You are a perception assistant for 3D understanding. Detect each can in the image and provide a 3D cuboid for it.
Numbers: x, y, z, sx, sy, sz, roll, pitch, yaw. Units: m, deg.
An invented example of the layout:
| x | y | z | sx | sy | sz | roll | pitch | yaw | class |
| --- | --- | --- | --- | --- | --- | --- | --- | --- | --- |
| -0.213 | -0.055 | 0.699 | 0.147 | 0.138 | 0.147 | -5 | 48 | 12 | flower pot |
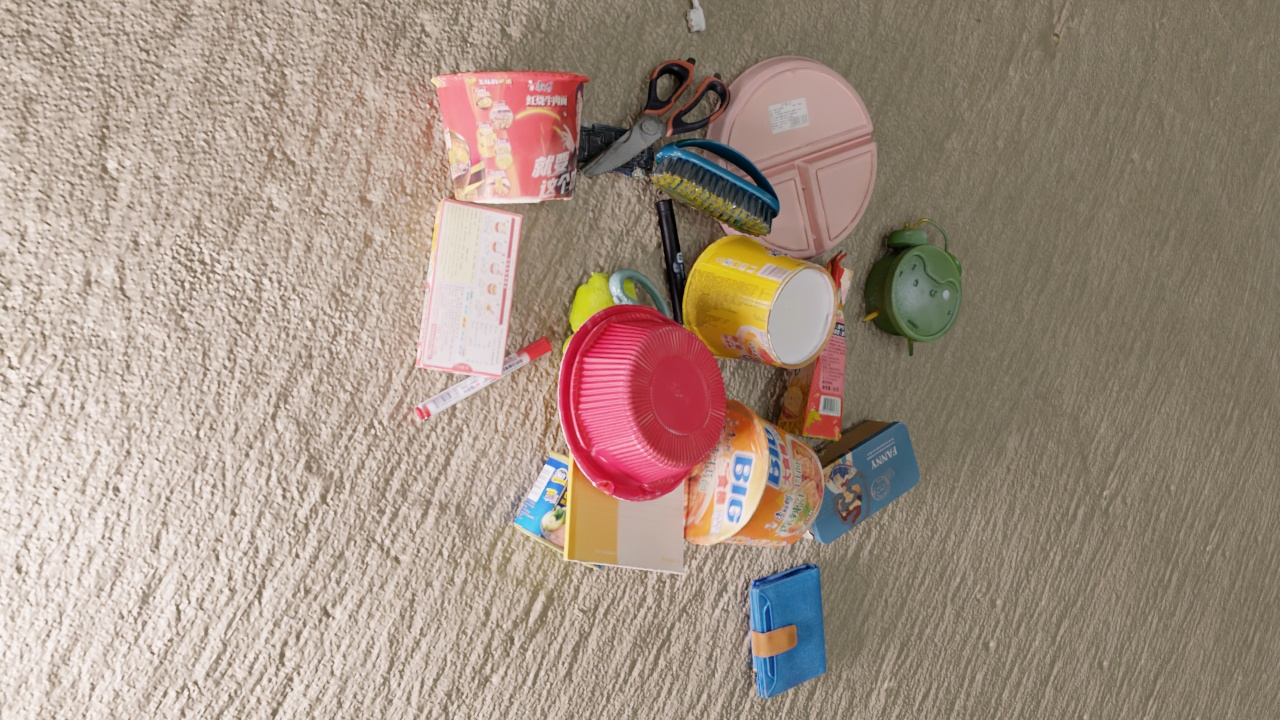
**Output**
| x | y | z | sx | sy | sz | roll | pitch | yaw | class |
| --- | --- | --- | --- | --- | --- | --- | --- | --- | --- |
| -0.063 | 0.149 | 0.906 | 0.102 | 0.057 | 0.083 | 33 | 79 | -27 | can |

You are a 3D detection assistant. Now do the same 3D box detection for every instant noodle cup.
| x | y | z | sx | sy | sz | roll | pitch | yaw | class |
| --- | --- | --- | --- | --- | --- | --- | --- | --- | --- |
| 0.016 | 0.035 | 0.864 | 0.193 | 0.066 | 0.193 | 10 | 75 | -41 | instant noodle cup |
| 0.111 | 0.126 | 0.957 | 0.111 | 0.152 | 0.151 | 21 | 82 | -37 | instant noodle cup |
| 0.130 | -0.056 | 0.954 | 0.137 | 0.110 | 0.138 | -15 | 113 | -37 | instant noodle cup |
| -0.112 | -0.198 | 0.819 | 0.137 | 0.138 | 0.109 | -8 | 105 | -29 | instant noodle cup |

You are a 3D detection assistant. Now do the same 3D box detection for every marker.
| x | y | z | sx | sy | sz | roll | pitch | yaw | class |
| --- | --- | --- | --- | --- | --- | --- | --- | --- | --- |
| 0.034 | -0.103 | 0.966 | 0.020 | 0.022 | 0.132 | -17 | 102 | -35 | marker |
| -0.148 | 0.016 | 0.873 | 0.145 | 0.017 | 0.017 | -30 | 107 | -24 | marker |

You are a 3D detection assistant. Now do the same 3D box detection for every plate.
| x | y | z | sx | sy | sz | roll | pitch | yaw | class |
| --- | --- | --- | --- | --- | --- | --- | --- | --- | --- |
| 0.175 | -0.221 | 1.020 | 0.229 | 0.028 | 0.229 | -5 | 101 | -25 | plate |

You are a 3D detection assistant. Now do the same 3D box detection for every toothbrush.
| x | y | z | sx | sy | sz | roll | pitch | yaw | class |
| --- | --- | --- | --- | --- | --- | --- | --- | --- | --- |
| 0.039 | -0.434 | 0.954 | 0.016 | 0.016 | 0.180 | -19 | 102 | -21 | toothbrush |

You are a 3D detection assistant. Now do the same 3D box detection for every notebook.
| x | y | z | sx | sy | sz | roll | pitch | yaw | class |
| --- | --- | --- | --- | --- | --- | --- | --- | --- | --- |
| -0.010 | 0.099 | 0.900 | 0.145 | 0.010 | 0.206 | 17 | 67 | -37 | notebook |

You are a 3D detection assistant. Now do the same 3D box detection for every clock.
| x | y | z | sx | sy | sz | roll | pitch | yaw | class |
| --- | --- | --- | --- | --- | --- | --- | --- | --- | --- |
| 0.335 | -0.096 | 1.115 | 0.116 | 0.056 | 0.161 | 31 | 78 | -28 | clock |

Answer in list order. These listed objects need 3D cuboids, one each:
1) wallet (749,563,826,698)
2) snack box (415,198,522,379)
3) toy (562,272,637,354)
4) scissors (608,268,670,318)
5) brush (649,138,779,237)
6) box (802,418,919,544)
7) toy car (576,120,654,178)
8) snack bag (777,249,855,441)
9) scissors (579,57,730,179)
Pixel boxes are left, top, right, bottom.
| x | y | z | sx | sy | sz | roll | pitch | yaw | class |
| --- | --- | --- | --- | --- | --- | --- | --- | --- | --- |
| 0.170 | 0.310 | 1.058 | 0.106 | 0.040 | 0.133 | -9 | 96 | -33 | wallet |
| -0.157 | -0.065 | 0.847 | 0.077 | 0.027 | 0.155 | 9 | 84 | -24 | snack box |
| -0.040 | -0.038 | 0.922 | 0.096 | 0.031 | 0.100 | -23 | 107 | -30 | toy |
| -0.006 | 0.000 | 0.906 | 0.169 | 0.019 | 0.174 | -41 | 112 | -40 | scissors |
| 0.081 | -0.185 | 0.945 | 0.143 | 0.055 | 0.073 | 23 | 75 | -16 | brush |
| 0.247 | 0.136 | 1.076 | 0.184 | 0.064 | 0.090 | -28 | 106 | -23 | box |
| -0.033 | -0.209 | 0.916 | 0.105 | 0.031 | 0.049 | 0 | 89 | -35 | toy car |
| 0.206 | -0.014 | 1.028 | 0.128 | 0.073 | 0.208 | 16 | 85 | -71 | snack bag |
| 0.004 | -0.245 | 0.913 | 0.209 | 0.015 | 0.182 | -4 | 66 | -24 | scissors |
